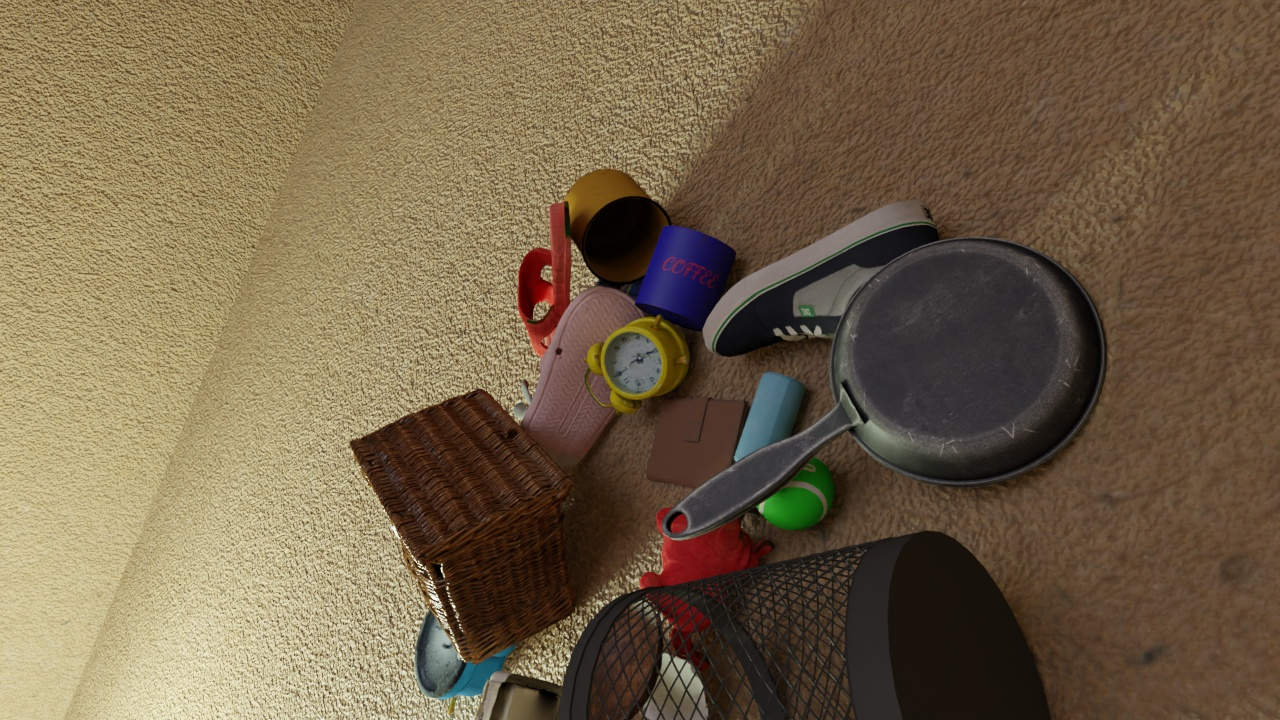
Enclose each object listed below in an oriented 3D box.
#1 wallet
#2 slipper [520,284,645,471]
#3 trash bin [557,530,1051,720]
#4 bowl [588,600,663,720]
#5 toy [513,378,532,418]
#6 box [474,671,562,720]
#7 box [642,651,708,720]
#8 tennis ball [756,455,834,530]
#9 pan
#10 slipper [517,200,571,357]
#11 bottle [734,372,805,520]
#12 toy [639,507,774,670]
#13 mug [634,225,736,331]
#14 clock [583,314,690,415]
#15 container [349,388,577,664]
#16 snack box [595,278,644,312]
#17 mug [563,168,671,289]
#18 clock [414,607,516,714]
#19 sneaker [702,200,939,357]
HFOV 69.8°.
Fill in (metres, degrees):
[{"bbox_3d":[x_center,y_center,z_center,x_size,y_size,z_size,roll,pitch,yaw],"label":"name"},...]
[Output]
[{"bbox_3d":[0.053,0.078,0.885,0.121,0.013,0.087,-1,73,53],"label":"wallet"},{"bbox_3d":[-0.064,0.024,0.999,0.222,0.106,0.055,-64,18,13],"label":"slipper"},{"bbox_3d":[0.105,0.227,0.573,0.228,0.217,0.217,-27,51,36],"label":"trash bin"},{"bbox_3d":[-0.011,0.250,0.740,0.102,0.026,0.114,-40,26,29],"label":"bowl"},{"bbox_3d":[-0.127,0.067,1.107,0.111,0.030,0.049,44,121,47],"label":"toy"},{"bbox_3d":[-0.159,0.356,0.851,0.070,0.186,0.143,-13,54,49],"label":"box"},{"bbox_3d":[0.002,0.304,0.740,0.109,0.120,0.136,9,99,53],"label":"box"},{"bbox_3d":[0.123,0.103,0.738,0.066,0.065,0.065,-29,50,40],"label":"tennis ball"},{"bbox_3d":[0.156,0.039,0.673,0.357,0.055,0.187,-32,60,15],"label":"pan"},{"bbox_3d":[-0.107,-0.078,1.016,0.249,0.059,0.103,100,167,-54],"label":"slipper"},{"bbox_3d":[0.105,0.076,0.797,0.040,0.040,0.130,12,80,54],"label":"bottle"},{"bbox_3d":[0.056,0.190,0.768,0.094,0.088,0.132,-8,67,37],"label":"toy"},{"bbox_3d":[0.043,-0.081,0.943,0.111,0.079,0.083,168,123,-81],"label":"mug"},{"bbox_3d":[-0.006,0.005,0.934,0.119,0.057,0.083,-34,85,27],"label":"clock"},{"bbox_3d":[-0.175,0.174,0.960,0.250,0.162,0.183,36,143,53],"label":"container"},{"bbox_3d":[-0.026,-0.067,1.055,0.082,0.027,0.150,34,99,54],"label":"snack box"},{"bbox_3d":[-0.030,-0.139,1.005,0.094,0.100,0.124,-123,32,-52],"label":"mug"},{"bbox_3d":[-0.191,0.309,1.029,0.162,0.060,0.116,-52,37,16],"label":"clock"},{"bbox_3d":[0.149,-0.043,0.779,0.236,0.084,0.079,-30,62,38],"label":"sneaker"}]
